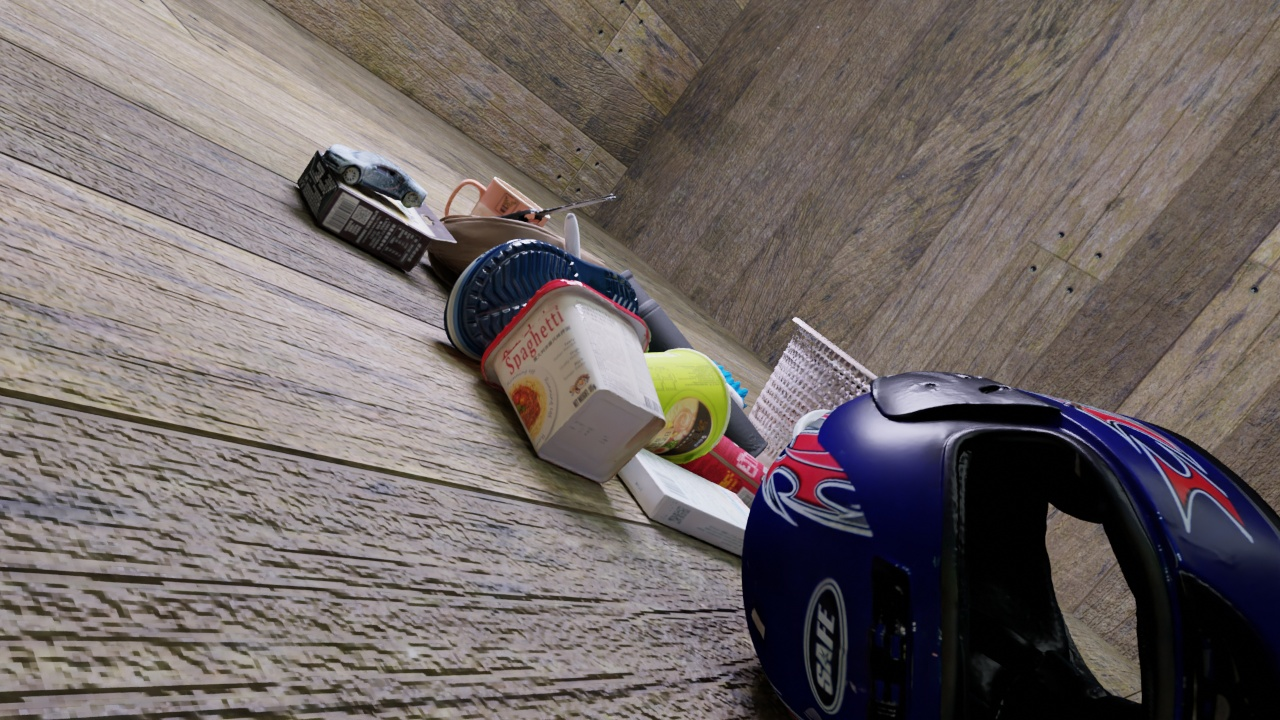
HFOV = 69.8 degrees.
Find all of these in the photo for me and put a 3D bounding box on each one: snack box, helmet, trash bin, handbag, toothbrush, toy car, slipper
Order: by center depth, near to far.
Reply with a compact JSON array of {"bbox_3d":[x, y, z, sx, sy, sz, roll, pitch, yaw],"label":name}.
[{"bbox_3d":[0.184,0.136,0.536,0.240,0.247,0.315,-4,7,-4],"label":"helmet"},{"bbox_3d":[0.048,0.123,0.790,0.156,0.027,0.084,31,10,-39],"label":"snack box"},{"bbox_3d":[-0.095,-0.051,0.857,0.095,0.105,0.252,-7,-2,33],"label":"slipper"},{"bbox_3d":[-0.249,-0.176,0.865,0.105,0.031,0.049,18,17,-48],"label":"toy car"},{"bbox_3d":[-0.259,-0.144,0.895,0.125,0.053,0.113,31,10,-39],"label":"snack box"},{"bbox_3d":[-0.067,-0.062,0.945,0.016,0.180,0.016,-3,1,18],"label":"toothbrush"},{"bbox_3d":[-0.133,-0.098,1.011,0.148,0.099,0.204,12,-4,28],"label":"handbag"},{"bbox_3d":[0.245,0.082,1.255,0.227,0.192,0.227,36,8,-6],"label":"trash bin"}]

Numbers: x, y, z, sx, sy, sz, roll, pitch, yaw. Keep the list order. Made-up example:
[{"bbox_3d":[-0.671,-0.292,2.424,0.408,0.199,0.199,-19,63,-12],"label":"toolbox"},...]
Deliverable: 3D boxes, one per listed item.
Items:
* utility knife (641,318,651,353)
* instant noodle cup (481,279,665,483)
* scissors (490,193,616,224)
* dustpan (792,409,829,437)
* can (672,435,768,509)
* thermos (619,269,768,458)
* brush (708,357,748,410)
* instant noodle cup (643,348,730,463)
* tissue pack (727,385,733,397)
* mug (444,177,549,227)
[{"bbox_3d":[-0.006,0.006,0.949,0.029,0.013,0.220,50,-18,14],"label":"utility knife"},{"bbox_3d":[-0.047,0.019,0.717,0.116,0.116,0.124,30,22,-39],"label":"instant noodle cup"},{"bbox_3d":[-0.141,-0.158,1.033,0.139,0.236,0.021,-5,83,-57],"label":"scissors"},{"bbox_3d":[0.240,0.165,0.978,0.222,0.143,0.257,35,7,-14],"label":"dustpan"},{"bbox_3d":[0.078,0.104,0.929,0.133,0.053,0.053,37,8,-3],"label":"can"},{"bbox_3d":[0.036,0.016,1.004,0.242,0.068,0.090,53,-18,1],"label":"thermos"},{"bbox_3d":[0.030,-0.011,1.390,0.314,0.060,0.109,35,12,2],"label":"brush"},{"bbox_3d":[0.005,0.040,0.840,0.111,0.112,0.123,42,18,29],"label":"instant noodle cup"},{"bbox_3d":[0.058,0.027,1.238,0.140,0.063,0.090,42,8,21],"label":"tissue pack"},{"bbox_3d":[-0.189,-0.169,1.139,0.114,0.106,0.081,34,9,-17],"label":"mug"}]
